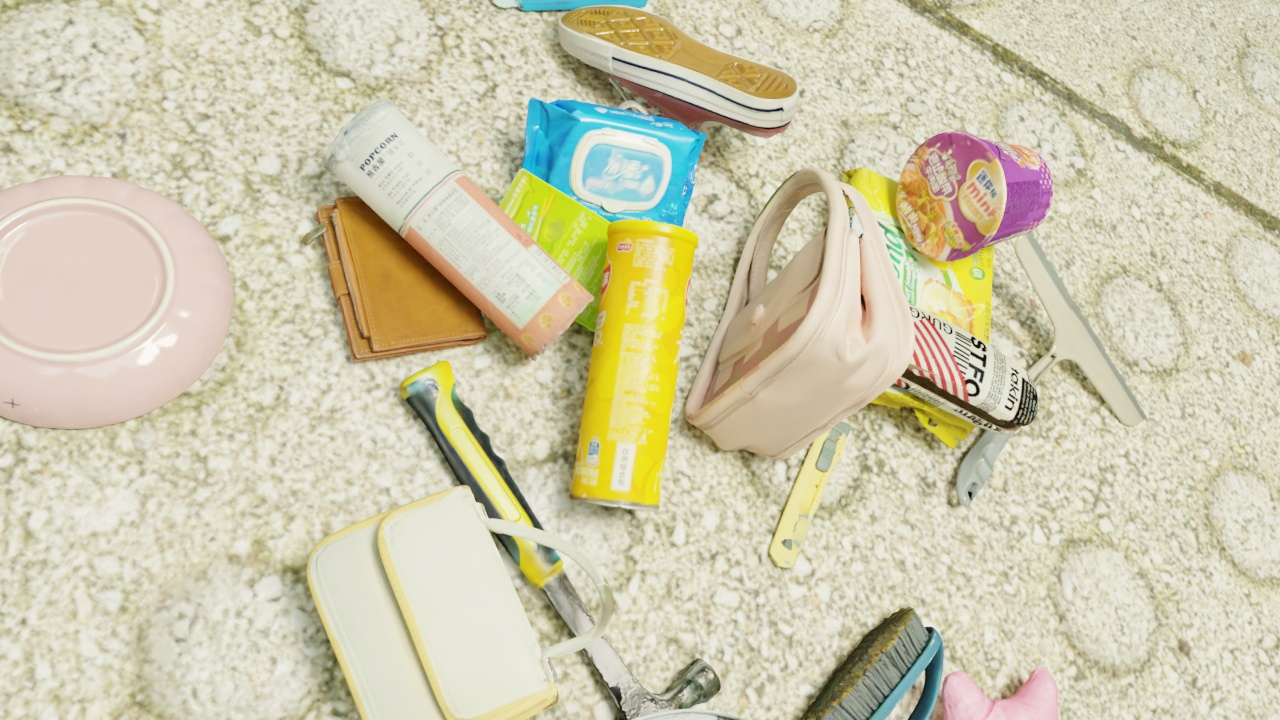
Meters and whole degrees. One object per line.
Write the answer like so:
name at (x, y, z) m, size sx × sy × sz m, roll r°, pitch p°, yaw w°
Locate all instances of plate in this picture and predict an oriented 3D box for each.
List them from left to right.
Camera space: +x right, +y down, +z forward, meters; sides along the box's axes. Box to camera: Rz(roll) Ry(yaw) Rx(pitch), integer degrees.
plate at (-0.385, -0.050, 0.630) m, size 0.192 × 0.039 × 0.192 m, roll 7°, pitch 67°, yaw -18°

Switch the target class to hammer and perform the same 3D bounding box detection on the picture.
hammer at (-0.079, 0.143, 0.673) m, size 0.125 × 0.032 × 0.323 m, roll -31°, pitch 83°, yaw -29°

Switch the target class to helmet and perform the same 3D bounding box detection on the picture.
helmet at (0.017, 0.349, 0.563) m, size 0.228 × 0.146 × 0.258 m, roll -32°, pitch 87°, yaw -24°

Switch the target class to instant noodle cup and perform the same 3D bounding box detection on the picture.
instant noodle cup at (0.303, -0.149, 0.817) m, size 0.099 × 0.112 × 0.111 m, roll -12°, pitch 74°, yaw -34°

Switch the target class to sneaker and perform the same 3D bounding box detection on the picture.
sneaker at (0.027, -0.250, 0.841) m, size 0.241 × 0.088 × 0.118 m, roll 27°, pitch 48°, yaw 15°

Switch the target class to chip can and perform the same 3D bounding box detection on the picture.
chip can at (-0.135, -0.096, 0.696) m, size 0.214 × 0.071 × 0.071 m, roll 43°, pitch 61°, yaw -5°
chip can at (-0.004, 0.004, 0.698) m, size 0.072 × 0.072 × 0.213 m, roll 9°, pitch 85°, yaw -17°

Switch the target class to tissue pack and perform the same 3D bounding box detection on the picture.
tissue pack at (-0.025, -0.165, 0.781) m, size 0.157 × 0.095 × 0.052 m, roll 7°, pitch 24°, yaw -17°

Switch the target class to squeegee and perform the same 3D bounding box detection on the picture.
squeegee at (0.358, 0.048, 0.873) m, size 0.246 × 0.039 × 0.246 m, roll -46°, pitch 107°, yaw -23°

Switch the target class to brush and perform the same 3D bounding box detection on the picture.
brush at (0.189, 0.261, 0.713) m, size 0.143 × 0.055 × 0.073 m, roll -36°, pitch 84°, yaw -29°

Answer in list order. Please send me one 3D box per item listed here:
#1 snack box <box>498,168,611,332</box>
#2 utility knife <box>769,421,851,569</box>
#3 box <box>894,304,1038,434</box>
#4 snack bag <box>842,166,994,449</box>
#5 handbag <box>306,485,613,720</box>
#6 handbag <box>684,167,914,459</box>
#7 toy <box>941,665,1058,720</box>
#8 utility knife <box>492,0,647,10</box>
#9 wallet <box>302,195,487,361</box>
snack box at (-0.052, -0.080, 0.753) m, size 0.156 × 0.026 × 0.086 m, roll 30°, pitch 95°, yaw -7°
utility knife at (0.146, 0.110, 0.783) m, size 0.031 × 0.018 × 0.151 m, roll 29°, pitch 67°, yaw -1°
box at (0.265, 0.004, 0.767) m, size 0.164 × 0.064 × 0.074 m, roll 25°, pitch 82°, yaw -12°
snack bag at (0.243, -0.053, 0.852) m, size 0.158 × 0.068 × 0.246 m, roll 19°, pitch 64°, yaw -13°
handbag at (-0.112, 0.163, 0.610) m, size 0.178 × 0.063 × 0.163 m, roll -24°, pitch 76°, yaw -12°
handbag at (0.124, -0.054, 0.749) m, size 0.093 × 0.194 × 0.233 m, roll 21°, pitch 55°, yaw -19°
toy at (0.302, 0.332, 0.717) m, size 0.178 × 0.075 × 0.194 m, roll 27°, pitch 60°, yaw -13°
utility knife at (-0.066, -0.352, 0.884) m, size 0.165 × 0.018 × 0.034 m, roll -12°, pitch 71°, yaw -22°
wallet at (-0.191, -0.068, 0.713) m, size 0.118 × 0.035 × 0.130 m, roll -11°, pitch 74°, yaw -26°
